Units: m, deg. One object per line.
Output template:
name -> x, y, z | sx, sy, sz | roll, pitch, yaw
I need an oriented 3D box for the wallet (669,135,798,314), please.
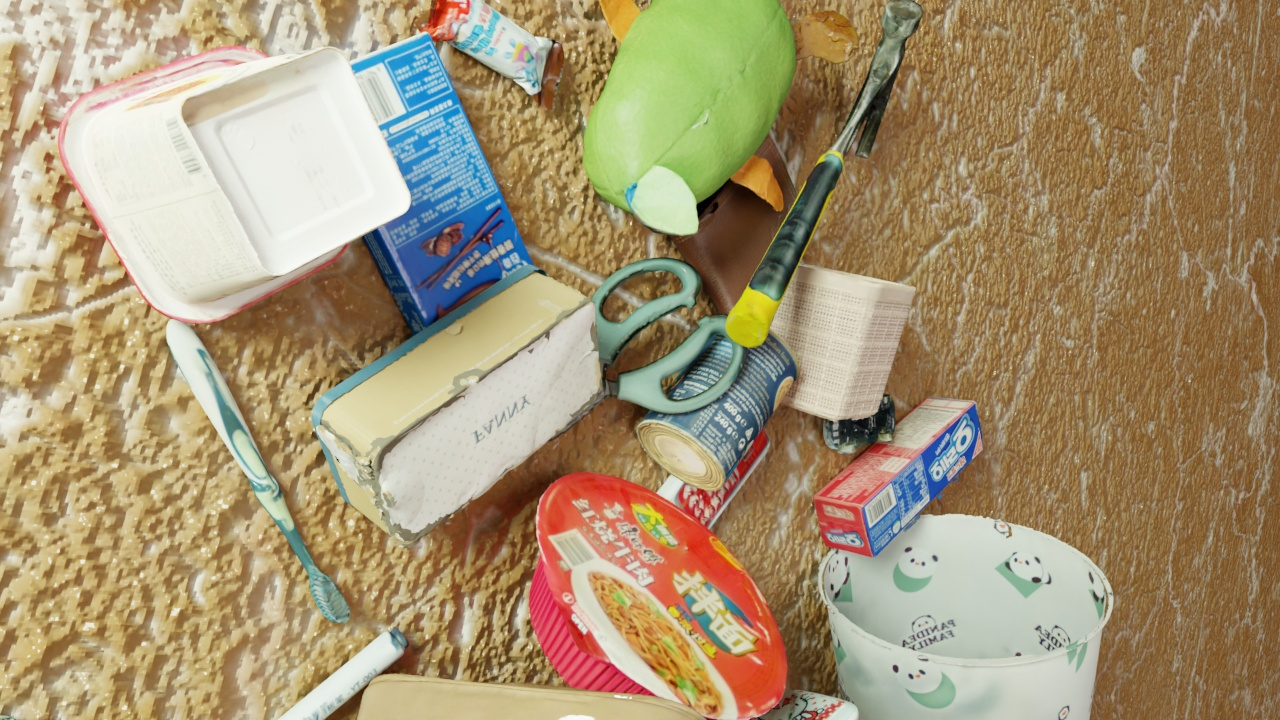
wallet -> 0.082, -0.099, 0.716 | 0.124, 0.032, 0.101 | -52, 126, -26

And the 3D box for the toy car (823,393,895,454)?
toy car -> 0.196, 0.055, 0.827 | 0.090, 0.034, 0.043 | -13, 104, -39

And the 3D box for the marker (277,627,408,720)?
marker -> -0.183, 0.196, 0.506 | 0.130, 0.018, 0.023 | -36, 124, -34

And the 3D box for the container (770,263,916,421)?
container -> 0.153, -0.015, 0.733 | 0.090, 0.090, 0.111 | -1, 105, -52

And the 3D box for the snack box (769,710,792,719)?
snack box -> 0.055, 0.361, 0.666 | 0.239, 0.115, 0.063 | -40, 118, -32

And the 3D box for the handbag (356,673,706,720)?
handbag -> -0.058, 0.234, 0.496 | 0.148, 0.205, 0.099 | 62, 33, -46

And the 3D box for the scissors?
scissors -> -0.002, 0.011, 0.618 | 0.139, 0.019, 0.179 | 42, 68, 6

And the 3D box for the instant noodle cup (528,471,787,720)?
instant noodle cup -> -0.001, 0.161, 0.585 | 0.193, 0.193, 0.066 | 20, 117, -41

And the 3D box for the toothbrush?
toothbrush -> -0.198, 0.064, 0.483 | 0.016, 0.018, 0.192 | -35, 115, -35

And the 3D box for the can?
can -> 0.057, 0.032, 0.671 | 0.111, 0.075, 0.075 | -52, 124, -27

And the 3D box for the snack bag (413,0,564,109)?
snack bag -> -0.089, -0.194, 0.558 | 0.105, 0.026, 0.045 | 21, 76, -43

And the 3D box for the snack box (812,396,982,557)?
snack box -> 0.247, 0.103, 0.859 | 0.206, 0.058, 0.057 | -31, 113, -36

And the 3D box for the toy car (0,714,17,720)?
toy car -> -0.268, 0.195, 0.420 | 0.105, 0.031, 0.049 | 29, 73, -38

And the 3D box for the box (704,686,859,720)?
box -> 0.032, 0.271, 0.612 | 0.200, 0.158, 0.038 | -25, 95, -38

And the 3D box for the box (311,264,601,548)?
box -> -0.092, 0.019, 0.530 | 0.183, 0.060, 0.090 | -39, 143, -36

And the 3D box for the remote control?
remote control -> 0.054, 0.091, 0.710 | 0.135, 0.020, 0.056 | -48, 123, -30

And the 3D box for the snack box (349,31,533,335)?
snack box -> -0.126, -0.098, 0.530 | 0.084, 0.026, 0.157 | -38, 117, -33

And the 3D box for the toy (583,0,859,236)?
toy -> 0.043, -0.194, 0.634 | 0.227, 0.090, 0.246 | 44, 68, -22

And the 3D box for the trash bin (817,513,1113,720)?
trash bin -> 0.279, 0.298, 0.803 | 0.228, 0.230, 0.252 | -22, 113, -39

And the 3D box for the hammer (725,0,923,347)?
hammer -> 0.139, -0.134, 0.693 | 0.322, 0.032, 0.126 | -59, 166, -31

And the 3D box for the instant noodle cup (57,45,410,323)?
instant noodle cup -> -0.178, -0.084, 0.419 | 0.116, 0.124, 0.117 | -37, 117, -34
